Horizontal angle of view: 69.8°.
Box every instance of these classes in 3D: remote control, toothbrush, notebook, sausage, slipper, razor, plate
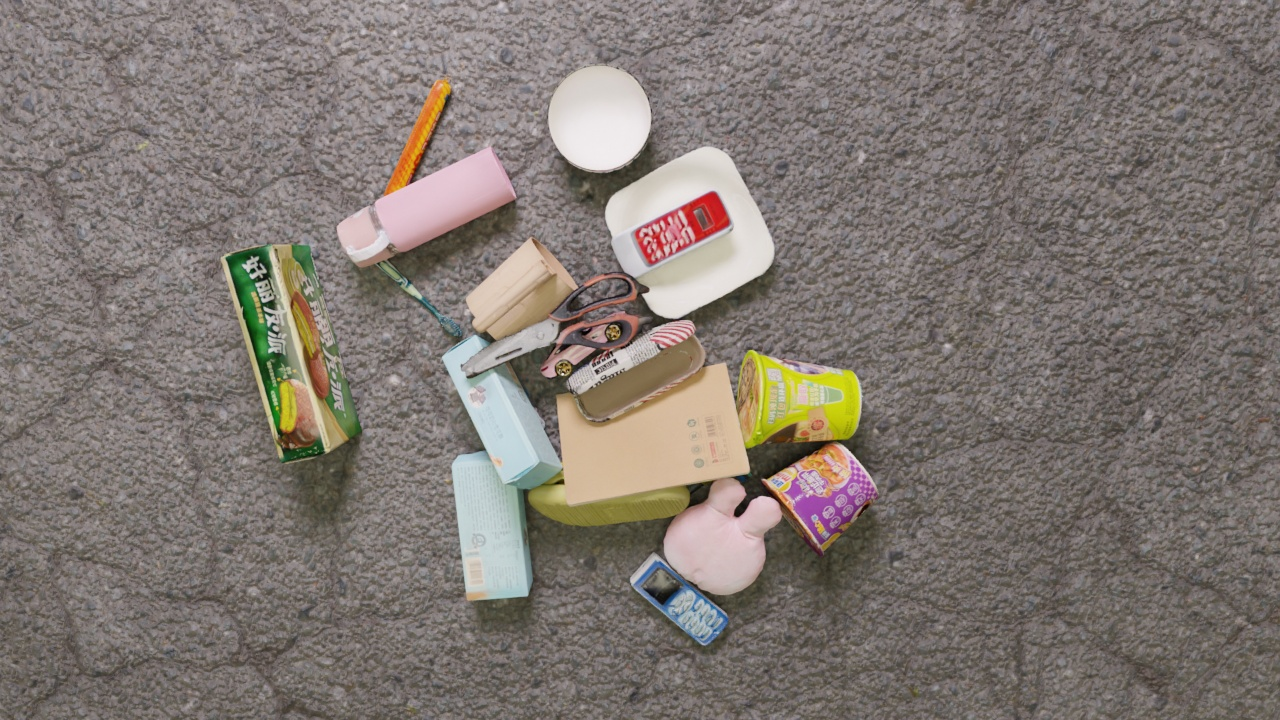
[{"bbox_3d":[0.036,-0.142,1.031,0.136,0.020,0.056,-25,97,5],"label":"remote control"},{"bbox_3d":[0.048,0.291,1.118,0.125,0.024,0.049,41,96,-5],"label":"remote control"},{"bbox_3d":[-0.283,-0.094,1.083,0.191,0.018,0.016,43,95,-4],"label":"toothbrush"},{"bbox_3d":[0.010,0.083,1.057,0.208,0.008,0.147,-11,57,3],"label":"notebook"},{"bbox_3d":[-0.258,-0.251,1.061,0.021,0.021,0.165,26,97,-2],"label":"sausage"},{"bbox_3d":[-0.035,0.147,1.082,0.191,0.092,0.081,-4,57,12],"label":"slipper"},{"bbox_3d":[0.063,0.154,1.103,0.143,0.022,0.043,-27,139,8],"label":"razor"},{"bbox_3d":[0.057,-0.147,1.058,0.164,0.034,0.163,-27,96,5],"label":"plate"}]

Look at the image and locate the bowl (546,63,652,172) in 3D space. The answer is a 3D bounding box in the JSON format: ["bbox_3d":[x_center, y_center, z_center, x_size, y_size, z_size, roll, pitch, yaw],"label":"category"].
[{"bbox_3d":[-0.043,-0.268,1.030,0.116,0.066,0.116,0,97,3],"label":"bowl"}]

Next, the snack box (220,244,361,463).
[{"bbox_3d":[-0.395,-0.012,1.048,0.063,0.114,0.240,-14,96,2],"label":"snack box"}]

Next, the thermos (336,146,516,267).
[{"bbox_3d":[-0.242,-0.167,1.034,0.198,0.087,0.067,-25,119,0],"label":"thermos"}]

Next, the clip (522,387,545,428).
[{"bbox_3d":[-0.134,0.060,1.099,0.026,0.038,0.058,-35,93,3],"label":"clip"}]

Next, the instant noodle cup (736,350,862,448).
[{"bbox_3d":[0.182,0.047,1.047,0.123,0.111,0.112,3,97,-6],"label":"instant noodle cup"}]

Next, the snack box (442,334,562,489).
[{"bbox_3d":[-0.156,0.059,1.039,0.052,0.074,0.174,-33,71,8],"label":"snack box"}]

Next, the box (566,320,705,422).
[{"bbox_3d":[-0.008,0.002,1.049,0.163,0.087,0.076,-27,65,0],"label":"box"}]

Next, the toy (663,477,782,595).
[{"bbox_3d":[0.099,0.207,1.077,0.121,0.054,0.160,30,119,-1],"label":"toy"}]

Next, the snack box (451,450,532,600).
[{"bbox_3d":[-0.176,0.197,1.099,0.074,0.051,0.175,-5,98,1],"label":"snack box"}]

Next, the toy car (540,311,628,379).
[{"bbox_3d":[-0.066,-0.021,1.068,0.122,0.056,0.037,-35,102,5],"label":"toy car"}]

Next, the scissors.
[{"bbox_3d":[-0.090,-0.021,1.018,0.185,0.015,0.208,30,92,-15],"label":"scissors"}]

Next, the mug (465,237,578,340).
[{"bbox_3d":[-0.135,-0.073,1.029,0.103,0.124,0.084,-40,95,7],"label":"mug"}]

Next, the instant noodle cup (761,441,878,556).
[{"bbox_3d":[0.212,0.154,1.059,0.099,0.111,0.111,-36,95,-3],"label":"instant noodle cup"}]
